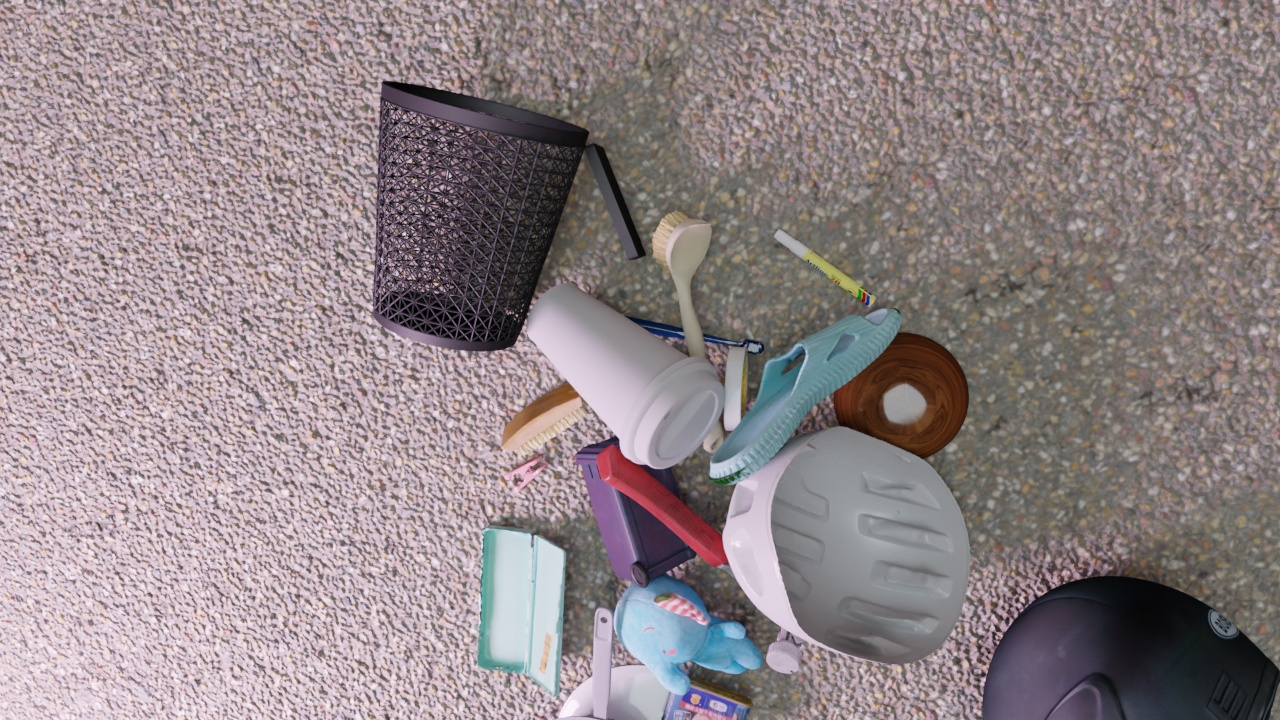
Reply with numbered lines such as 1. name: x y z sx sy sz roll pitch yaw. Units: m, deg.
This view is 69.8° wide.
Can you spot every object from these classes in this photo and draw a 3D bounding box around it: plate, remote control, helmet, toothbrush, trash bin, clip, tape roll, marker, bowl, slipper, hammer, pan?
1. plate: 0.001 0.492 1.138 0.229 0.030 0.229 1 98 10
2. remote control: -0.028 -0.177 1.031 0.013 0.058 0.133 -21 93 12
3. helmet: 0.223 0.193 0.968 0.282 0.184 0.224 16 77 -9
4. toothbrush: 0.048 -0.031 1.059 0.190 0.017 0.016 11 95 8
5. trash bin: -0.188 -0.152 0.995 0.217 0.216 0.243 17 107 7
6. trash bin: -0.003 0.163 1.049 0.093 0.092 0.161 -21 97 -32
7. helmet: 0.474 0.374 0.936 0.236 0.248 0.316 22 105 35
8. clip: -0.137 0.141 1.115 0.060 0.023 0.044 -13 100 13
9. tape roll: 0.107 0.032 1.019 0.019 0.094 0.094 3 99 11
10. marker: 0.205 -0.104 1.023 0.132 0.014 0.014 36 102 3
11. bowl: 0.287 0.046 1.003 0.147 0.068 0.147 1 98 10
12. slipper: 0.161 0.022 0.959 0.275 0.116 0.069 -42 94 -20
13. hammer: 0.074 0.199 1.009 0.315 0.125 0.036 43 131 -13
14. pan: -0.047 0.439 1.087 0.201 0.050 0.357 9 106 15

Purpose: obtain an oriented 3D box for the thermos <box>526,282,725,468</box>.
1. thermos: -0.025 0.006 0.997 0.222 0.131 0.132 40 104 31

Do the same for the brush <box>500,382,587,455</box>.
1. brush: -0.112 0.070 1.087 0.117 0.049 0.039 -32 115 11

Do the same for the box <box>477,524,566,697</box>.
1. box: -0.141 0.302 1.124 0.138 0.057 0.187 9 101 26

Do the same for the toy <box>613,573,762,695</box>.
1. toy: 0.049 0.323 1.052 0.180 0.114 0.184 33 145 -8

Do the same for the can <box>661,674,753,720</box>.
1. can: 0.078 0.418 1.093 0.100 0.054 0.059 20 83 4

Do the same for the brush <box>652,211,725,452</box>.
1. brush: 0.062 -0.031 1.024 0.062 0.077 0.272 -10 95 -28
